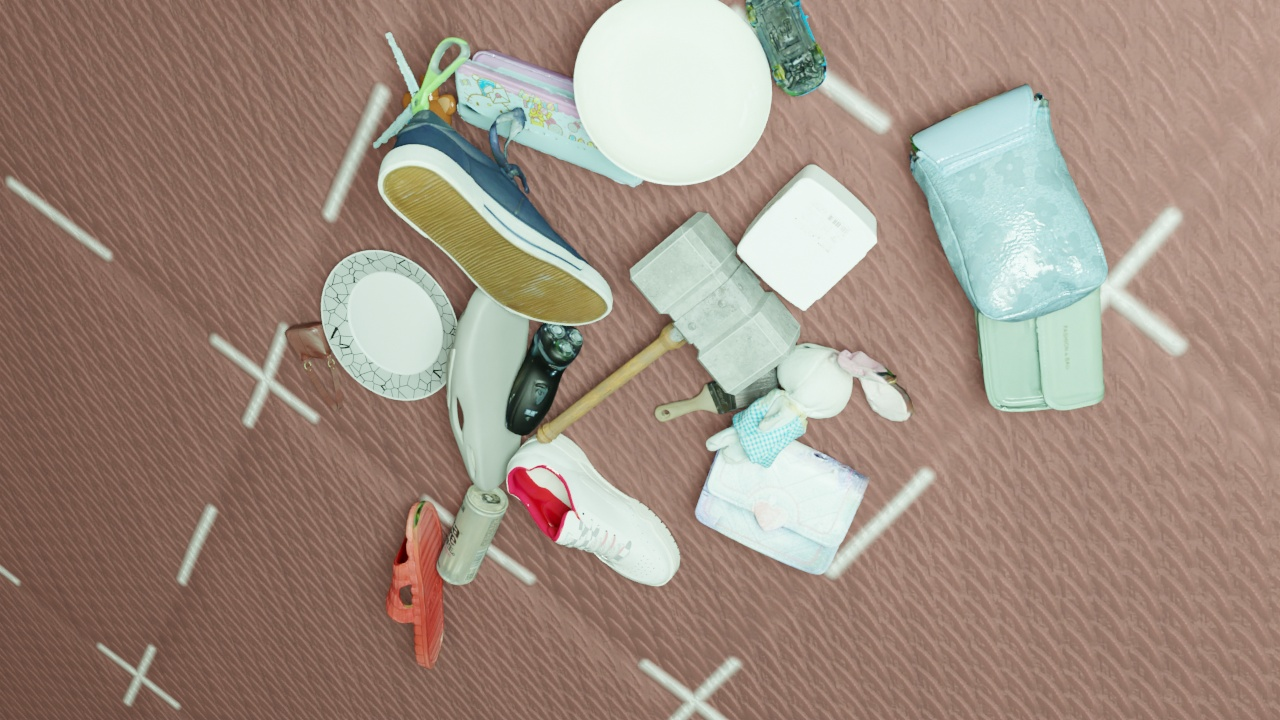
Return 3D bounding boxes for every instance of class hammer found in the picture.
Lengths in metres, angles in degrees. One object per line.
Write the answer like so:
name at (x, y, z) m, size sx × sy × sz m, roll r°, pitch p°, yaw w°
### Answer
hammer at (-0.005, 0.005, 0.976) m, size 0.319 × 0.082 × 0.162 m, roll -38°, pitch 95°, yaw 29°

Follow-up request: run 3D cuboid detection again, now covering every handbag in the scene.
handbag at (0.149, 0.145, 0.988) m, size 0.158 × 0.069 × 0.127 m, roll 25°, pitch 116°, yaw 12°
handbag at (-0.405, 0.010, 1.161) m, size 0.055 × 0.029 × 0.120 m, roll -5°, pitch 115°, yaw 24°
handbag at (0.365, -0.020, 0.840) m, size 0.106 × 0.067 × 0.122 m, roll -6°, pitch 109°, yaw 21°
handbag at (0.313, -0.128, 0.783) m, size 0.122 × 0.118 × 0.192 m, roll -24°, pitch 82°, yaw 18°

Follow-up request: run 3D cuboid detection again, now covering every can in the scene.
can at (-0.214, 0.221, 1.159) m, size 0.054 × 0.054 × 0.136 m, roll 30°, pitch 119°, yaw 6°

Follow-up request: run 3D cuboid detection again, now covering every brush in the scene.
brush at (0.082, 0.041, 0.999) m, size 0.151 × 0.012 × 0.039 m, roll -16°, pitch 105°, yaw 25°

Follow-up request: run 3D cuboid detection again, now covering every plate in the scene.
plate at (0.029, -0.249, 0.850) m, size 0.182 × 0.034 × 0.182 m, roll 0°, pitch 87°, yaw -6°
plate at (-0.297, -0.042, 1.102) m, size 0.189 × 0.016 × 0.189 m, roll 7°, pitch 114°, yaw 17°

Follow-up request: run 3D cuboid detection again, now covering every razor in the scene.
razor at (-0.111, 0.024, 1.026) m, size 0.053 × 0.063 × 0.141 m, roll 18°, pitch 106°, yaw -21°

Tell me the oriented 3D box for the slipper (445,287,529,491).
slipper at (-0.188, 0.024, 1.048) m, size 0.081 × 0.112 × 0.266 m, roll 18°, pitch 122°, yaw 25°

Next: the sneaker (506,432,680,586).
sneaker at (-0.062, 0.191, 1.062) m, size 0.236 × 0.104 × 0.091 m, roll 46°, pitch 119°, yaw -3°

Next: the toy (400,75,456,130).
toy at (-0.226, -0.235, 0.971) m, size 0.095 × 0.065 × 0.128 m, roll 10°, pitch 110°, yaw 25°

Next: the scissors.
scissors at (-0.225, -0.261, 0.929) m, size 0.172 × 0.021 × 0.172 m, roll -33°, pitch 81°, yaw 38°

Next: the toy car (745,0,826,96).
toy car at (0.134, -0.293, 0.831) m, size 0.048 × 0.032 × 0.105 m, roll -23°, pitch 97°, yaw 27°

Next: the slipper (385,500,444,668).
slipper at (-0.296, 0.296, 1.194) m, size 0.059 × 0.103 × 0.249 m, roll 4°, pitch 116°, yaw 3°

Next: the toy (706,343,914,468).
toy at (0.158, 0.042, 0.931) m, size 0.206 × 0.131 × 0.105 m, roll -28°, pitch 56°, yaw 17°

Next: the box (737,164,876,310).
box at (0.166, -0.125, 0.889) m, size 0.102 × 0.091 × 0.107 m, roll 39°, pitch 124°, yaw -7°

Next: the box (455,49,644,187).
box at (-0.084, -0.243, 0.922) m, size 0.214 × 0.064 × 0.078 m, roll 23°, pitch 130°, yaw 10°

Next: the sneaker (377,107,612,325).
sneaker at (-0.128, -0.147, 0.928) m, size 0.121 × 0.127 × 0.294 m, roll -21°, pitch 137°, yaw 30°
